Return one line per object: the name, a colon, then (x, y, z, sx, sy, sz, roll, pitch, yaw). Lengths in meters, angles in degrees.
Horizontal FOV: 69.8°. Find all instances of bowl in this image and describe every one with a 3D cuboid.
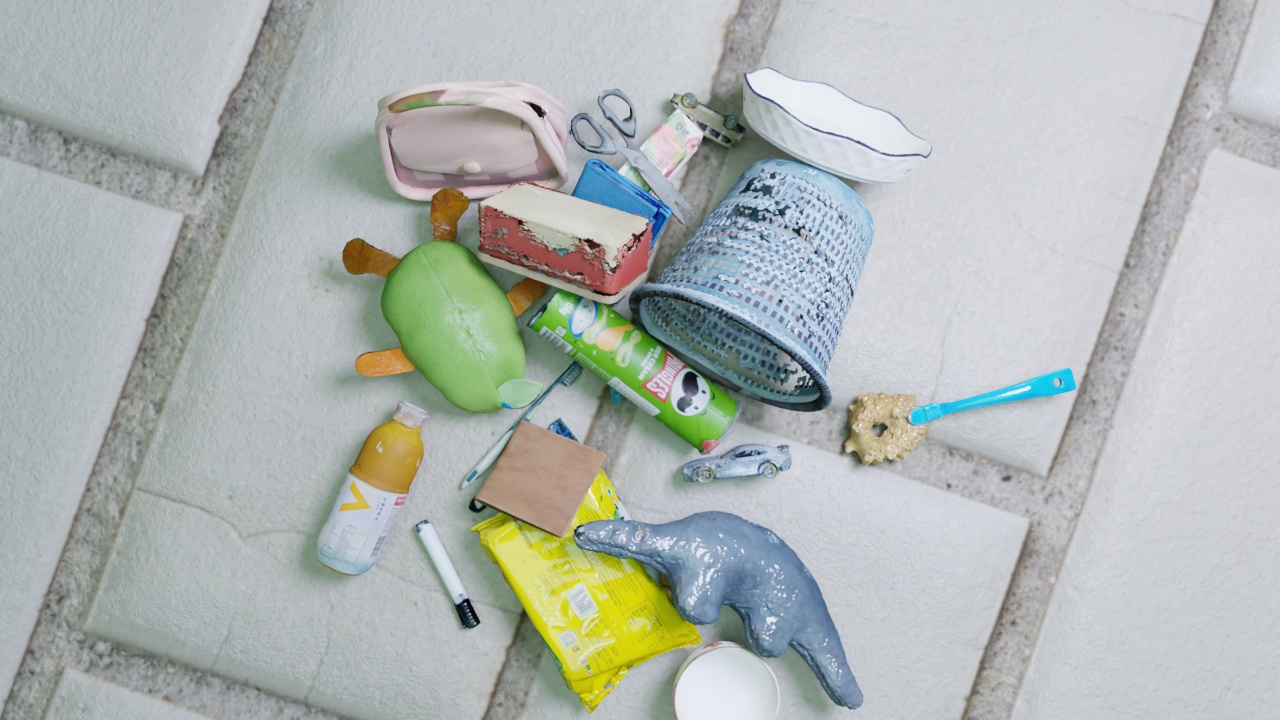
bowl: (0.088, 0.351, 0.984, 0.113, 0.062, 0.113, 0, 94, -2)

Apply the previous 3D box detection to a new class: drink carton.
drink carton: (0.014, -0.210, 1.003, 0.045, 0.053, 0.122, 43, 90, 1)

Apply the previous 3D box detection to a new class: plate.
plate: (0.195, -0.240, 0.944, 0.205, 0.204, 0.046, 22, 121, 1)

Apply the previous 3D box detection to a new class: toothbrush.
toothbrush: (-0.131, 0.073, 1.017, 0.018, 0.016, 0.191, 43, 89, -9)

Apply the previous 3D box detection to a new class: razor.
razor: (-0.133, 0.122, 1.013, 0.143, 0.022, 0.042, -37, 87, 0)

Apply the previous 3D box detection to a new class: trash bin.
trash bin: (0.132, -0.085, 0.935, 0.226, 0.227, 0.194, 30, 76, 1)

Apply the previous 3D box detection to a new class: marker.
marker: (-0.214, 0.236, 1.013, 0.023, 0.018, 0.130, -28, 89, 9)

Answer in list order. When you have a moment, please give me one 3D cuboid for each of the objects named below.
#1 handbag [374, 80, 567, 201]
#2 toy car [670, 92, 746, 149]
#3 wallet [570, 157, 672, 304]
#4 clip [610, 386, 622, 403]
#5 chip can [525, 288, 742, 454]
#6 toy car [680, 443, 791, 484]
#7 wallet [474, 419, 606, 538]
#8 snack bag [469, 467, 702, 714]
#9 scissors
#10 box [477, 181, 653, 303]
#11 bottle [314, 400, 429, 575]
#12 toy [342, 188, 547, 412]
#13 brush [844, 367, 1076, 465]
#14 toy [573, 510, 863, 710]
handbag: (-0.174, -0.232, 0.914, 0.193, 0.234, 0.093, -4, 87, 0)
toy car: (0.073, -0.266, 1.009, 0.090, 0.042, 0.035, 30, 102, -3)
wallet: (-0.037, -0.135, 0.978, 0.106, 0.040, 0.133, 35, 128, 5)
clip: (-0.028, 0.020, 1.015, 0.014, 0.041, 0.056, -4, 93, -1)
chip can: (-0.006, 0.006, 0.969, 0.236, 0.072, 0.072, 36, 89, -9)
toy car: (0.104, 0.111, 0.995, 0.120, 0.054, 0.037, -9, 91, 1)
wallet: (-0.105, 0.123, 0.963, 0.115, 0.020, 0.101, 19, 68, 27)
snack bag: (-0.061, 0.238, 0.987, 0.158, 0.068, 0.246, -32, 90, 0)
scissors: (0.002, -0.219, 0.969, 0.172, 0.014, 0.145, 13, 83, 15)
box: (-0.078, -0.129, 0.925, 0.168, 0.091, 0.079, 20, 126, 21)
bottle: (-0.285, 0.136, 0.990, 0.068, 0.068, 0.189, 25, 89, 1)
toy: (-0.203, -0.048, 0.984, 0.226, 0.090, 0.246, -28, 92, -12)
brush: (0.343, 0.052, 0.994, 0.255, 0.046, 0.083, -15, 85, 6)
toy: (0.098, 0.230, 0.959, 0.356, 0.092, 0.137, 31, 56, -10)
